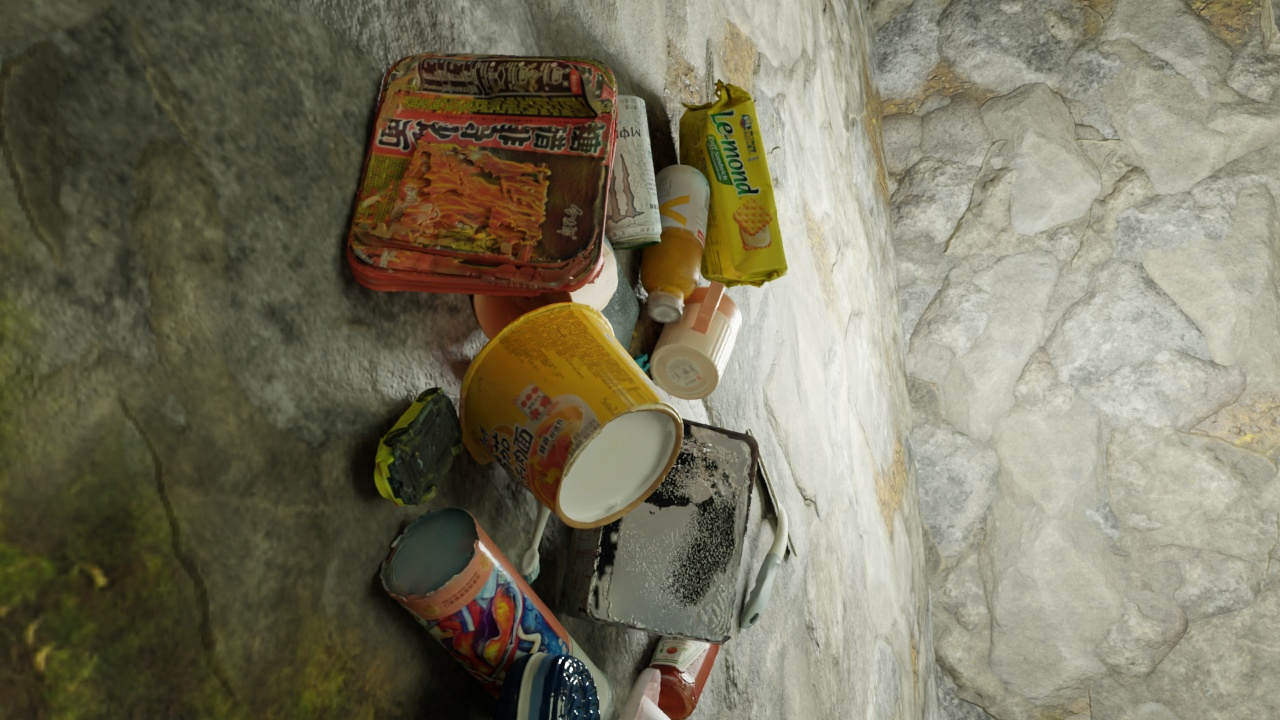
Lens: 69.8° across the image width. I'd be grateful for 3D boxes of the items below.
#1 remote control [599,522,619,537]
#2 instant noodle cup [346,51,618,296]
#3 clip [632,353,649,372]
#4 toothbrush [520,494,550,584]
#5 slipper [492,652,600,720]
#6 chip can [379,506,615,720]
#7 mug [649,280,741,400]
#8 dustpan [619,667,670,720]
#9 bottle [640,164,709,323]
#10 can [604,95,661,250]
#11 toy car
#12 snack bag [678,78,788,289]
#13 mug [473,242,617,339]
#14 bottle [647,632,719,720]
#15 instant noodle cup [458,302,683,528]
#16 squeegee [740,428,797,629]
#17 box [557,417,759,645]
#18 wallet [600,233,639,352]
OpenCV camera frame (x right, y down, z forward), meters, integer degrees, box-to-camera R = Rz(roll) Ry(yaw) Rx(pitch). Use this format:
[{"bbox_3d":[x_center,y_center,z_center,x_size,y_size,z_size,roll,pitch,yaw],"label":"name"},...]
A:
[{"bbox_3d":[-0.037,0.112,0.835,0.056,0.019,0.135,-64,140,-50],"label":"remote control"},{"bbox_3d":[-0.099,-0.116,0.621,0.079,0.164,0.188,86,8,-65],"label":"instant noodle cup"},{"bbox_3d":[-0.005,0.008,0.945,0.055,0.014,0.039,-48,127,-60],"label":"clip"},{"bbox_3d":[-0.067,0.086,0.727,0.220,0.027,0.026,-79,162,-53],"label":"toothbrush"},{"bbox_3d":[-0.095,0.303,0.577,0.105,0.095,0.252,42,62,-76],"label":"slipper"},{"bbox_3d":[-0.091,0.190,0.630,0.071,0.071,0.215,-73,146,-43],"label":"chip can"},{"bbox_3d":[0.065,-0.029,1.003,0.105,0.081,0.115,-65,176,-47],"label":"mug"},{"bbox_3d":[-0.036,0.372,0.688,0.272,0.139,0.223,-23,132,-41],"label":"dustpan"},{"bbox_3d":[0.036,-0.128,1.007,0.068,0.068,0.189,51,39,-49],"label":"bottle"},{"bbox_3d":[-0.015,-0.187,0.921,0.058,0.058,0.146,-7,90,-66],"label":"can"},{"bbox_3d":[-0.145,0.055,0.598,0.105,0.032,0.048,-71,146,-65],"label":"toy car"},{"bbox_3d":[0.101,-0.201,1.102,0.158,0.068,0.246,-161,-122,-74],"label":"snack bag"},{"bbox_3d":[-0.084,-0.072,0.728,0.124,0.084,0.103,51,29,-5],"label":"mug"},{"bbox_3d":[0.056,0.283,0.947,0.205,0.060,0.060,-48,126,-60],"label":"bottle"},{"bbox_3d":[-0.044,0.045,0.652,0.137,0.110,0.138,-27,140,-26],"label":"instant noodle cup"},{"bbox_3d":[0.175,0.261,1.241,0.245,0.039,0.247,-65,140,-50],"label":"squeegee"},{"bbox_3d":[0.009,0.148,0.816,0.208,0.158,0.180,145,-44,-73],"label":"box"},{"bbox_3d":[-0.035,-0.054,0.892,0.121,0.019,0.097,61,34,-42],"label":"wallet"}]
